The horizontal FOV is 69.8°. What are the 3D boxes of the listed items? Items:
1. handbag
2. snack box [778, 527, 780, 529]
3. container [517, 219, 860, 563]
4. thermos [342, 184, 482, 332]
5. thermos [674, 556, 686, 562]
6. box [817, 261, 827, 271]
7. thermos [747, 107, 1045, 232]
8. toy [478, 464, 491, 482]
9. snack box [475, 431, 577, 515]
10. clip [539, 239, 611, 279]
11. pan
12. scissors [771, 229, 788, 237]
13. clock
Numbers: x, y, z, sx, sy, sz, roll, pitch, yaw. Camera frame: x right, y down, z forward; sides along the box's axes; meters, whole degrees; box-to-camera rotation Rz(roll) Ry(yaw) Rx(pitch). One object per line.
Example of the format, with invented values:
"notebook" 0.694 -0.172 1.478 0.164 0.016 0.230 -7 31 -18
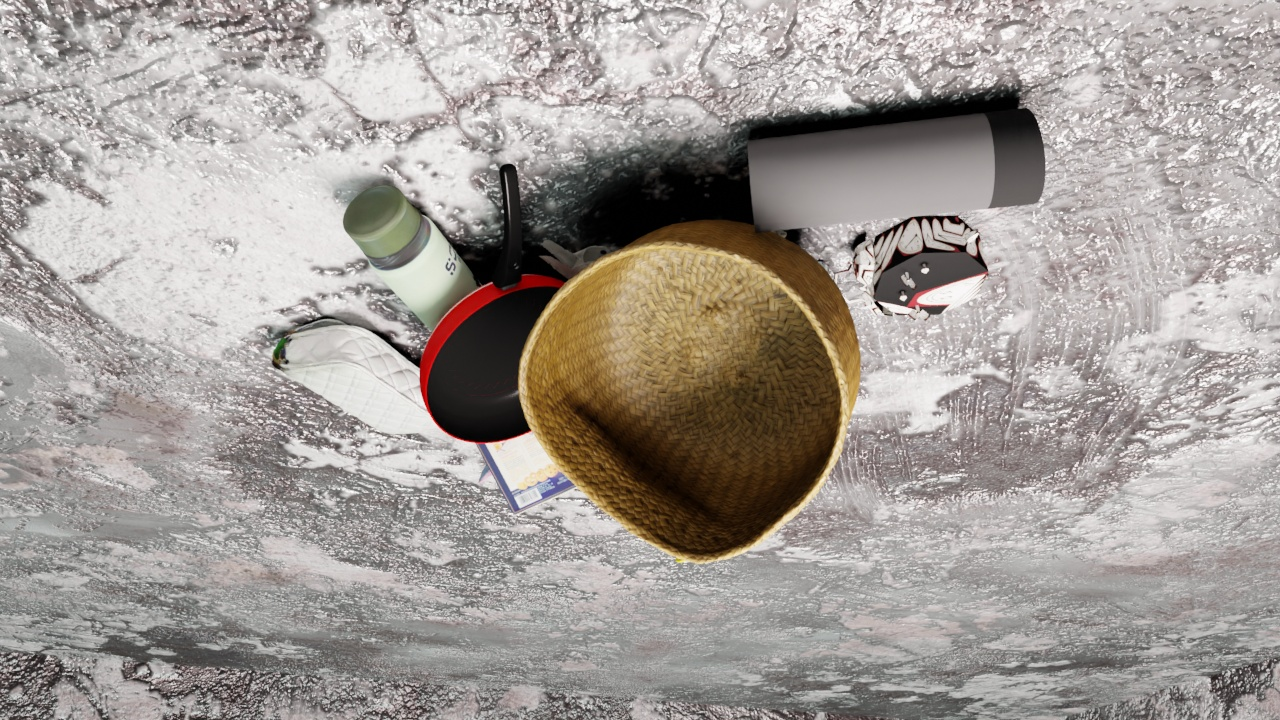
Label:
"handbag" -0.340 0.023 1.142 0.139 0.072 0.195 -5 149 27
"snack box" 0.162 0.183 1.386 0.155 0.069 0.203 6 148 -7
"container" 0.064 0.010 0.892 0.307 0.196 0.307 9 113 21
"thermos" -0.222 -0.087 0.955 0.082 0.082 0.231 -9 147 16
"thermos" 0.009 0.207 1.341 0.221 0.097 0.098 31 146 4
"box" 0.123 -0.017 1.003 0.197 0.134 0.040 -17 172 26
"thermos" 0.218 -0.166 0.806 0.240 0.082 0.082 -5 148 9
"toy" -0.112 0.128 1.259 0.171 0.120 0.222 -36 119 25
"snack box" -0.129 0.103 1.170 0.144 0.145 0.042 -25 -172 9
"clip" -0.056 -0.092 0.974 0.059 0.050 0.101 -7 150 37
"pan" -0.136 -0.054 0.940 0.208 0.067 0.357 -21 137 -24
"scissors" 0.131 -0.134 0.923 0.121 0.012 0.171 3 151 -7
"clock" 0.277 -0.085 0.952 0.155 0.065 0.114 -13 146 20
